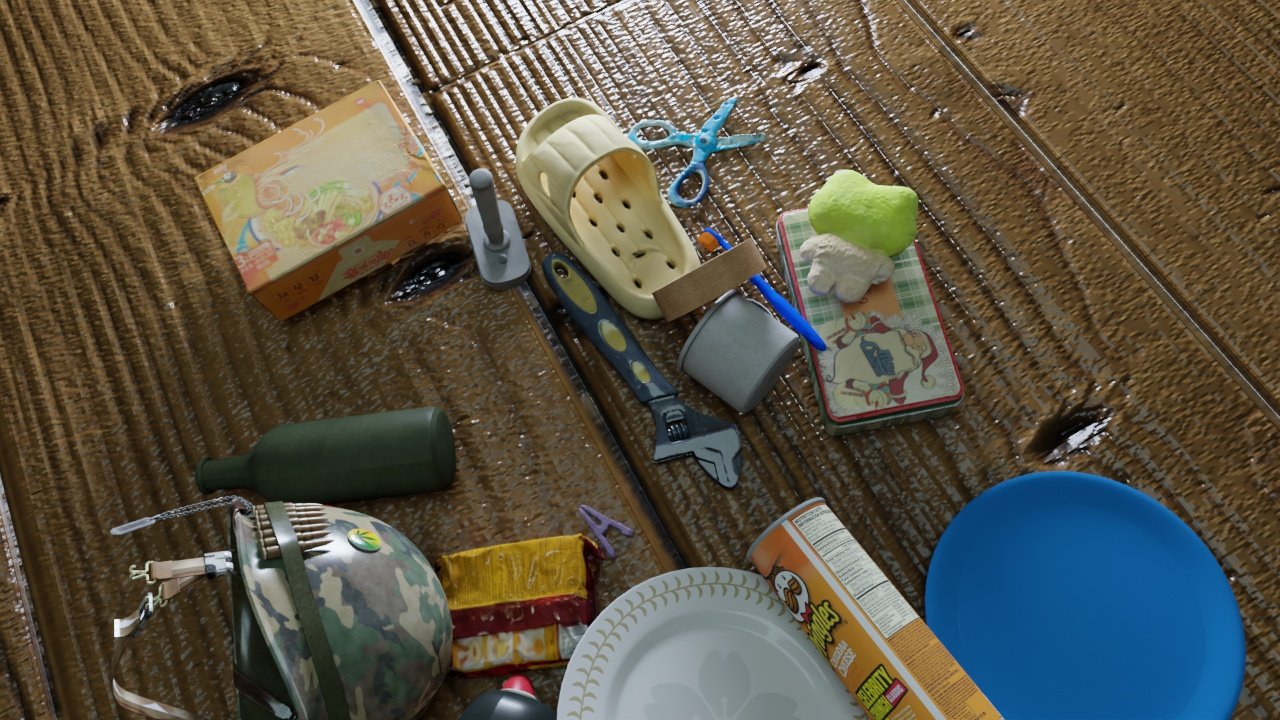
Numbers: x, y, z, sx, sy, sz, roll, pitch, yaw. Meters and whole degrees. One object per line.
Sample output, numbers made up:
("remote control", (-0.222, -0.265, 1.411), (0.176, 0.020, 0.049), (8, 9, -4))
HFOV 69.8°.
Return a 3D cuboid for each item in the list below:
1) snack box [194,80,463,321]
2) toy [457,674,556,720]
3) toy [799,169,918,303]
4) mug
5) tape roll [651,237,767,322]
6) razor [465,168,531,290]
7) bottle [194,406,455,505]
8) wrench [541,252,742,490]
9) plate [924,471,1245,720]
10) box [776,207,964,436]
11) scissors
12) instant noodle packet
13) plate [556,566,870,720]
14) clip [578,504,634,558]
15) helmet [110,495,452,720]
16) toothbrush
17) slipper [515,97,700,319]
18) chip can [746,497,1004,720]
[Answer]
("snack box", (-0.286, -0.145, 0.855), (0.195, 0.081, 0.145), (-31, 68, -7))
("toy", (-0.097, 0.284, 0.652), (0.100, 0.097, 0.119), (11, 66, 14))
("toy", (0.178, -0.102, 0.763), (0.092, 0.046, 0.115), (21, 78, 16))
("mug", (0.090, -0.013, 0.773), (0.070, 0.084, 0.112), (37, 43, 16))
("tape roll", (0.056, -0.066, 0.757), (0.094, 0.094, 0.027), (-29, 94, -7))
("razor", (-0.133, -0.129, 0.815), (0.047, 0.116, 0.088), (-17, 67, -7))
("bottle", (-0.262, 0.084, 0.763), (0.207, 0.071, 0.071), (-7, 67, 2))
("wrench", (-0.004, 0.004, 0.799), (0.073, 0.022, 0.273), (-34, 69, -9))
("plate", (0.326, 0.194, 0.687), (0.224, 0.024, 0.224), (-2, 67, 4))
("box", (0.191, -0.042, 0.787), (0.117, 0.050, 0.205), (-9, 66, 1))
("scissors", (0.055, -0.200, 0.886), (0.134, 0.012, 0.134), (-4, 67, 2))
("instant noodle packet", (-0.093, 0.193, 0.719), (0.135, 0.040, 0.098), (-10, 70, 5))
("plate", (0.061, 0.264, 0.660), (0.242, 0.016, 0.242), (4, 52, -5))
("clip", (-0.030, 0.141, 0.750), (0.050, 0.014, 0.046), (11, 71, 6))
("helmet", (-0.261, 0.195, 0.646), (0.224, 0.193, 0.235), (36, 37, 31))
("toothbrush", (0.102, -0.063, 0.795), (0.018, 0.016, 0.182), (-36, 51, -2))
("slipper", (-0.036, -0.152, 0.839), (0.111, 0.079, 0.261), (-31, 69, -4))
("chip can", (0.171, 0.205, 0.660), (0.075, 0.075, 0.215), (-34, 63, -9))
